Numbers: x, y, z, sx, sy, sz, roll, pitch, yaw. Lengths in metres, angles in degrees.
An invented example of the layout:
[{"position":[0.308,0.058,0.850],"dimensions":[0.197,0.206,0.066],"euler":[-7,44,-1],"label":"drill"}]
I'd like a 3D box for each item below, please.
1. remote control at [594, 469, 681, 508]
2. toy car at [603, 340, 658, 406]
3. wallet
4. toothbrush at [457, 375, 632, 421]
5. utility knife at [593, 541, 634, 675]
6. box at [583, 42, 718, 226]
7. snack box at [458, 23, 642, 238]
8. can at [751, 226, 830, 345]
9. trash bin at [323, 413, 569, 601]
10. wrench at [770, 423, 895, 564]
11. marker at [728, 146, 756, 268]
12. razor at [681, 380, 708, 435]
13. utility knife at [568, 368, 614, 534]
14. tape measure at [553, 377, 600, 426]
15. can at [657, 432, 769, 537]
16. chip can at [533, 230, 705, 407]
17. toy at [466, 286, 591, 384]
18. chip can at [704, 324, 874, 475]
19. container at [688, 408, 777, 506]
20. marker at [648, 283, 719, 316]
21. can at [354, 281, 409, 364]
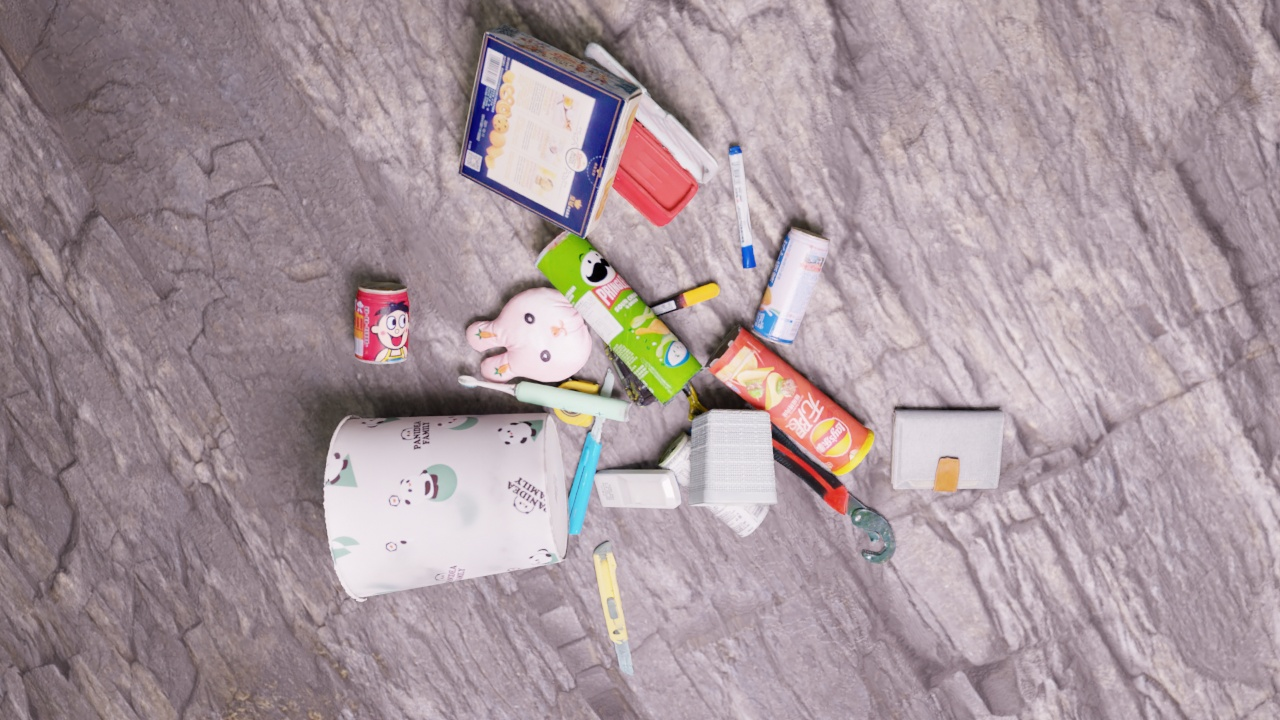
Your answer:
[{"position":[-0.005,0.165,1.173],"dimensions":[0.125,0.024,0.049],"euler":[-6,104,40],"label":"remote control"},{"position":[-0.007,0.007,1.155],"dimensions":[0.048,0.032,0.105],"euler":[-28,88,6],"label":"toy car"},{"position":[0.379,0.113,1.137],"dimensions":[0.130,0.037,0.106],"euler":[0,103,7],"label":"wallet"},{"position":[-0.121,0.044,1.151],"dimensions":[0.224,0.027,0.026],"euler":[11,65,5],"label":"toothbrush"},{"position":[-0.035,0.341,1.255],"dimensions":[0.031,0.021,0.202],"euler":[-7,108,14],"label":"utility knife"},{"position":[-0.012,-0.256,1.053],"dimensions":[0.201,0.100,0.110],"euler":[43,94,-5],"label":"box"},{"position":[-0.109,-0.258,1.046],"dimensions":[0.182,0.045,0.178],"euler":[28,127,9],"label":"snack box"},{"position":[0.180,-0.089,1.099],"dimensions":[0.053,0.053,0.135],"euler":[19,105,1],"label":"can"},{"position":[-0.225,0.166,1.131],"dimensions":[0.252,0.229,0.230],"euler":[-7,103,2],"label":"trash bin"},{"position":[0.229,0.160,1.177],"dimensions":[0.273,0.016,0.056],"euler":[44,104,-6],"label":"wrench"},{"position":[0.122,-0.183,1.101],"dimensions":[0.017,0.016,0.146],"euler":[-7,103,8],"label":"marker"},{"position":[0.055,0.034,1.161],"dimensions":[0.043,0.022,0.143],"euler":[-17,104,47],"label":"razor"},{"position":[-0.066,0.122,1.194],"dimensions":[0.018,0.034,0.234],"euler":[4,108,-40],"label":"utility knife"},{"position":[-0.083,0.052,1.176],"dimensions":[0.057,0.029,0.060],"euler":[12,98,5],"label":"tape measure"},{"position":[0.093,0.158,1.169],"dimensions":[0.146,0.058,0.058],"euler":[40,105,-4],"label":"can"},{"position":[-0.025,-0.052,1.105],"dimensions":[0.072,0.072,0.236],"euler":[-43,88,14],"label":"chip can"},{"position":[-0.142,-0.024,1.154],"dimensions":[0.160,0.054,0.121],"euler":[-20,101,19],"label":"toy"},{"position":[0.182,0.049,1.125],"dimensions":[0.216,0.073,0.073],"euler":[38,105,-3],"label":"chip can"},{"position":[0.108,0.118,1.102],"dimensions":[0.090,0.090,0.111],"euler":[2,79,-13],"label":"container"},{"position":[0.040,-0.070,1.140],"dimensions":[0.124,0.015,0.018],"euler":[-19,100,13],"label":"marker"},{"position":[-0.326,-0.048,1.158],"dimensions":[0.066,0.066,0.094],"euler":[6,104,5],"label":"can"}]
